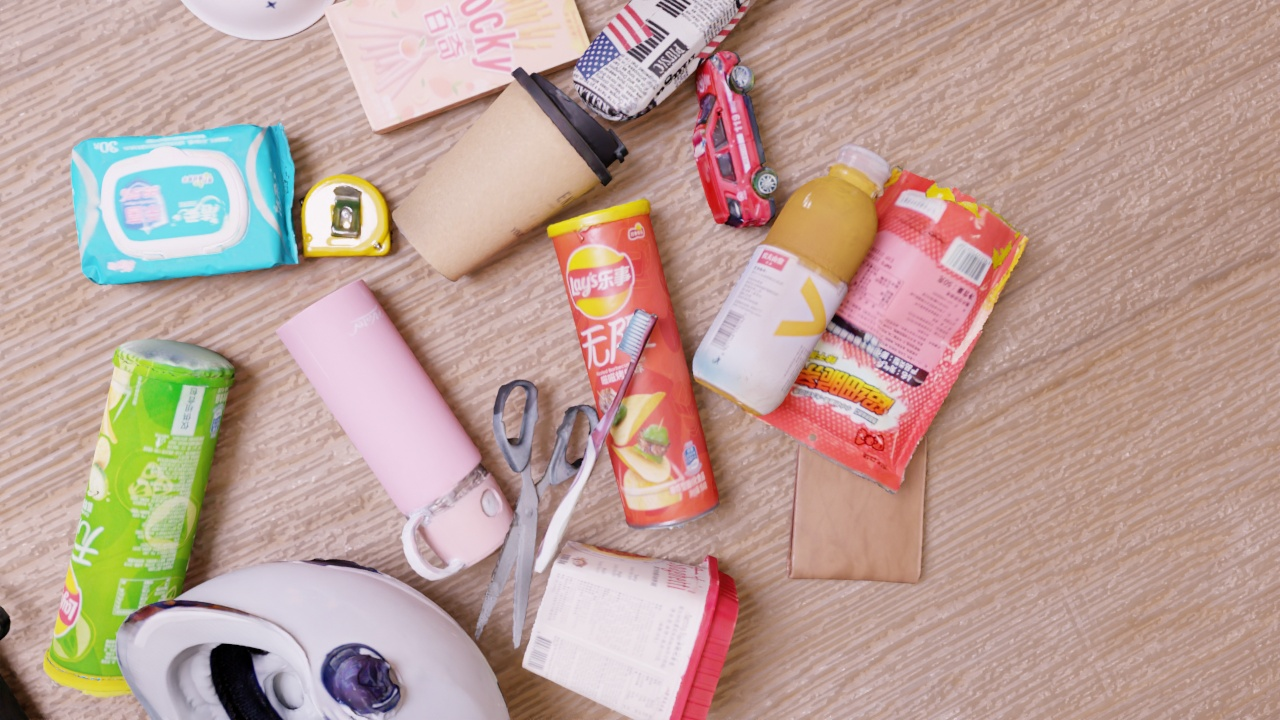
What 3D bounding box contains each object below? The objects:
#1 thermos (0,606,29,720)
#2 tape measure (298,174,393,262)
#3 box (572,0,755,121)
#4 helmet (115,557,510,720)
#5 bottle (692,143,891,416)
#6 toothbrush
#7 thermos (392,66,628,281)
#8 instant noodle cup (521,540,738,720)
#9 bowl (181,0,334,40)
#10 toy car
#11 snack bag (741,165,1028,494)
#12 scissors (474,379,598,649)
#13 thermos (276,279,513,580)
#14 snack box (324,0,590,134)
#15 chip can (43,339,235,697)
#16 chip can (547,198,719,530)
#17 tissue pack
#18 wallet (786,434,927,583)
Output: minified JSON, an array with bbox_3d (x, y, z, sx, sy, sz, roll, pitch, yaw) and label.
[{"bbox_3d":[-0.416,0.256,0.593,0.090,0.068,0.242,-24,98,0],"label":"thermos"},{"bbox_3d":[-0.196,-0.095,0.612,0.060,0.029,0.057,-2,95,-8],"label":"tape measure"},{"bbox_3d":[0.023,-0.222,0.612,0.164,0.068,0.051,-45,138,-10],"label":"box"},{"bbox_3d":[-0.180,0.222,0.572,0.258,0.145,0.230,48,124,2],"label":"helmet"},{"bbox_3d":[0.106,-0.055,0.619,0.068,0.068,0.189,30,91,-10],"label":"bottle"},{"bbox_3d":[-0.033,0.054,0.590,0.017,0.016,0.188,25,98,6],"label":"toothbrush"},{"bbox_3d":[-0.087,-0.119,0.598,0.143,0.093,0.093,-40,99,5],"label":"thermos"},{"bbox_3d":[-0.007,0.183,0.628,0.124,0.116,0.116,18,92,2],"label":"instant noodle cup"},{"bbox_3d":[-0.248,-0.268,0.570,0.118,0.065,0.118,-1,95,-9],"label":"bowl"},{"bbox_3d":[0.060,-0.149,0.630,0.045,0.053,0.120,-13,95,-11],"label":"toy car"},{"bbox_3d":[0.175,-0.024,0.652,0.128,0.073,0.208,29,95,5],"label":"snack bag"},{"bbox_3d":[-0.078,0.094,0.613,0.164,0.014,0.163,-36,106,-36],"label":"scissors"},{"bbox_3d":[-0.162,0.050,0.604,0.067,0.087,0.198,-25,100,35],"label":"thermos"},{"bbox_3d":[-0.119,-0.217,0.612,0.157,0.026,0.084,-22,98,-5],"label":"snack box"},{"bbox_3d":[-0.321,0.096,0.591,0.072,0.072,0.221,15,93,-9],"label":"chip can"},{"bbox_3d":[-0.004,0.004,0.626,0.073,0.073,0.216,-14,98,-7],"label":"chip can"},{"bbox_3d":[-0.286,-0.100,0.588,0.133,0.050,0.093,-8,95,-7],"label":"tissue pack"},{"bbox_3d":[0.163,0.109,0.686,0.101,0.020,0.115,5,92,-7],"label":"wallet"}]
